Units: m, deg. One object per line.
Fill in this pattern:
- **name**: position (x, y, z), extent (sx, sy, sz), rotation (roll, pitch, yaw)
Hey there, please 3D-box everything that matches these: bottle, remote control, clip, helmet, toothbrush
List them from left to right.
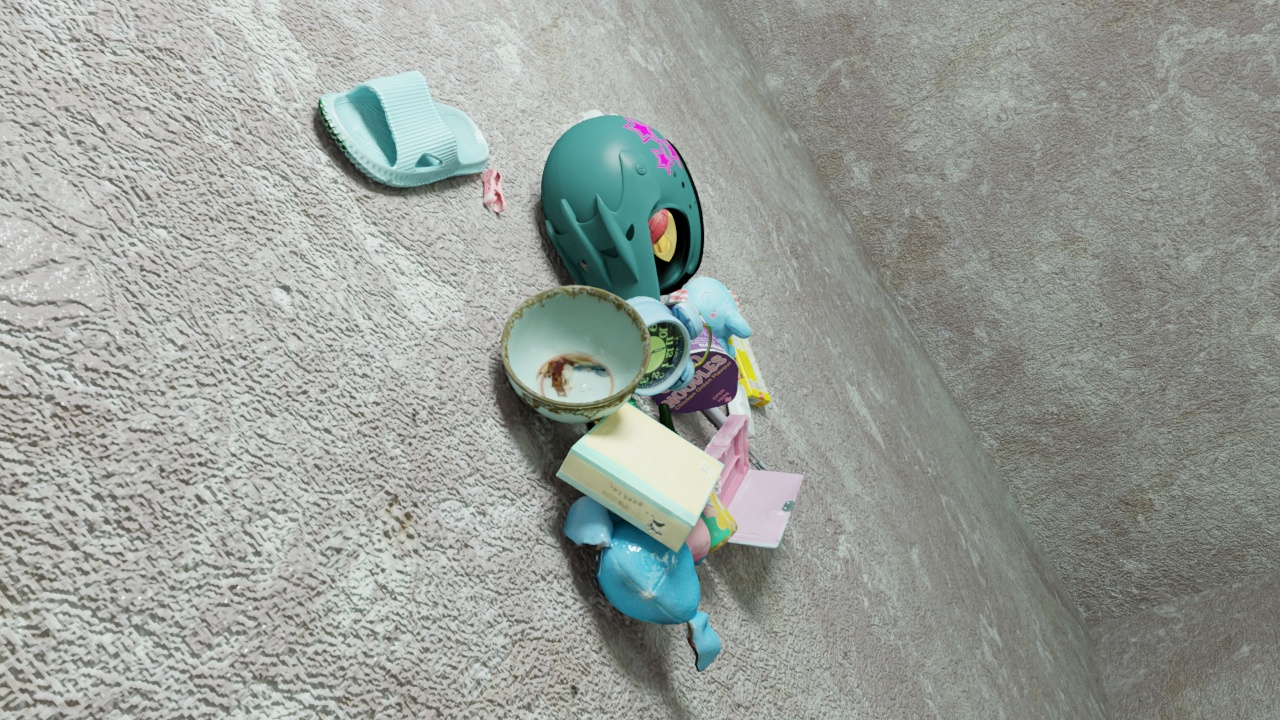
- **clip**: position (-0.183, -0.209, 1.120), extent (0.045, 0.023, 0.060), rotation (-5, 74, -64)
- **helmet**: position (-0.029, -0.184, 1.202), extent (0.199, 0.177, 0.275), rotation (-21, 92, -51)
- **bottle**: position (0.031, 0.136, 1.104), extent (0.209, 0.068, 0.068), rotation (54, 25, 1)
- **bottle**: position (0.037, 0.108, 1.189), extent (0.033, 0.033, 0.122), rotation (37, 34, -41)
- **toothbrush**: position (0.140, 0.110, 1.394), extent (0.188, 0.019, 0.018), rotation (46, 45, -29)
- **remote control**: position (0.156, 0.070, 1.437), extent (0.050, 0.022, 0.133), rotation (49, 18, -24)

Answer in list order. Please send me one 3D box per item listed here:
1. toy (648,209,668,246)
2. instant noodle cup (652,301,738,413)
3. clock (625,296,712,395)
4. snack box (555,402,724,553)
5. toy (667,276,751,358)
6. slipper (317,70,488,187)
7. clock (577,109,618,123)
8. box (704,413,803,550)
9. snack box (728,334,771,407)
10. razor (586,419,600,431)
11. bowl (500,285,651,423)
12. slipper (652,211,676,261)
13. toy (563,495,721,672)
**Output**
- **toy**: position (-0.014, -0.223, 1.355), extent (0.133, 0.092, 0.062), rotation (51, -7, 11)
- **instant noodle cup**: position (0.065, -0.010, 1.280), extent (0.136, 0.122, 0.121), rotation (26, 32, -38)
- **clock**: position (0.018, -0.016, 1.115), extent (0.161, 0.118, 0.060), rotation (-9, 28, -34)
- **snack box**: position (0.008, 0.115, 0.976), extent (0.141, 0.044, 0.193), rotation (32, 18, 6)
- **toy**: position (0.115, -0.045, 1.420), extent (0.183, 0.115, 0.180), rotation (-4, 79, -52)
- **slipper**: position (-0.237, -0.254, 1.011), extent (0.116, 0.070, 0.275), rotation (64, 24, -1)
- **clock**: position (-0.045, -0.342, 1.465), extent (0.159, 0.061, 0.120), rotation (6, 59, -61)
- **box**: position (0.150, 0.156, 1.233), extent (0.232, 0.116, 0.106), rotation (-40, 127, -65)
- **snack box**: position (0.172, 0.003, 1.558), extent (0.075, 0.025, 0.152), rotation (19, 48, -55)
- **razor**: position (-0.056, 0.056, 1.082), extent (0.044, 0.021, 0.144), rotation (50, 23, -53)
- **bowl**: position (-0.070, 0.009, 0.994), extent (0.094, 0.160, 0.159), rotation (96, -12, -53)
- **slipper**: position (0.036, -0.230, 1.426), extent (0.099, 0.078, 0.263), rotation (-55, 131, -58)
- **toy**: position (0.021, 0.211, 0.975), extent (0.224, 0.099, 0.191), rotation (46, 22, -5)
